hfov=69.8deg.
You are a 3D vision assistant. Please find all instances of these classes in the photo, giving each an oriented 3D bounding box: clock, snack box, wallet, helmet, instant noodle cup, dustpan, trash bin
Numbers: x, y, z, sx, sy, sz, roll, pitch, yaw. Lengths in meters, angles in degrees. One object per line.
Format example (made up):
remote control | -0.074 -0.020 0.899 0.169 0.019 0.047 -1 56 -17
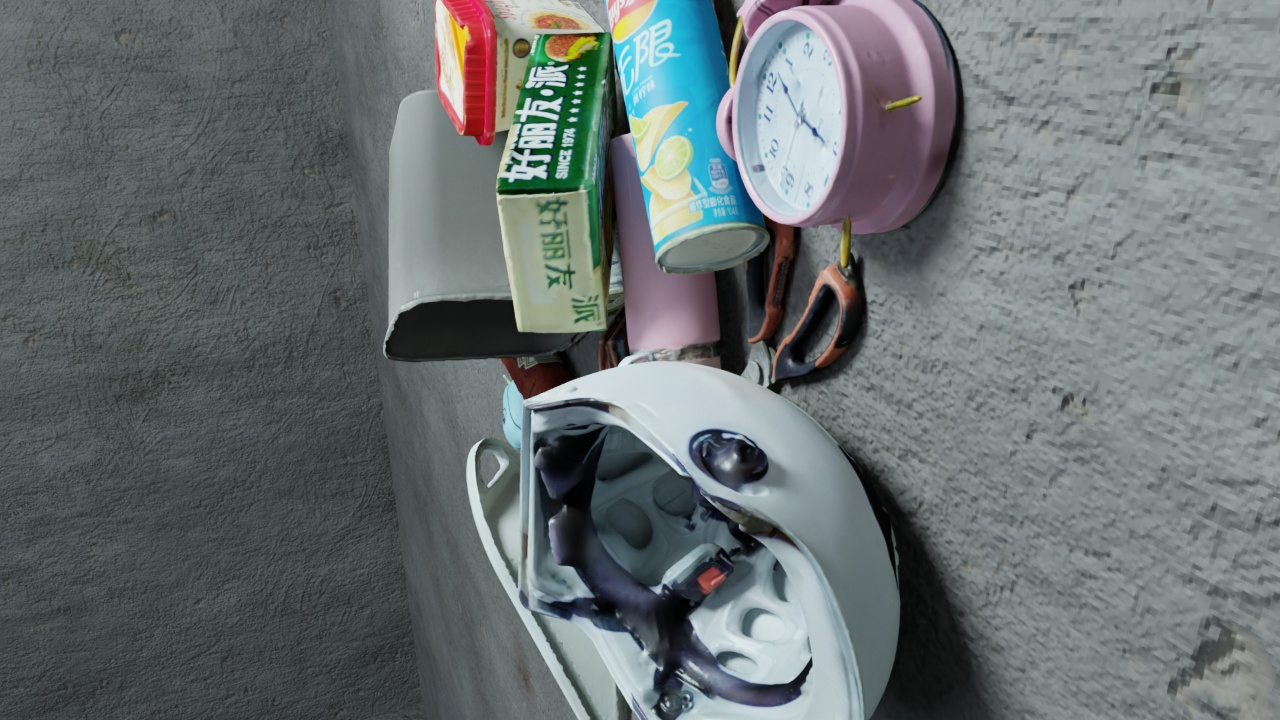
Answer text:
clock | 0.087 -0.132 0.465 0.117 0.059 0.158 102 151 -42
snack box | -0.052 -0.136 0.659 0.239 0.063 0.115 -87 -5 -49
wallet | -0.004 0.004 0.716 0.124 0.032 0.101 -64 -26 -61
helmet | 0.049 0.104 0.540 0.259 0.145 0.229 28 133 31
instant noodle cup | -0.103 -0.257 0.783 0.116 0.124 0.117 -122 30 -41
dustpan | -0.077 0.199 0.824 0.222 0.143 0.258 -68 -22 -80
trash bin | -0.155 -0.127 0.902 0.199 0.198 0.219 142 123 -63

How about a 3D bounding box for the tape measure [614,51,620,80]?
tape measure | 0.001 -0.229 0.675 0.054 0.025 0.058 -144 52 -62

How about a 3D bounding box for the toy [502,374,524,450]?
toy | -0.128 0.073 1.091 0.162 0.049 0.156 -55 49 51

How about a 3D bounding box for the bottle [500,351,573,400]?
bottle | -0.096 0.036 0.985 0.206 0.059 0.060 -128 35 -48

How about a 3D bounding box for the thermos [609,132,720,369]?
thermos | 0.012 -0.055 0.632 0.067 0.087 0.198 1 96 52

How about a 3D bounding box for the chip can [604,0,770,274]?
chip can | 0.024 -0.163 0.565 0.071 0.071 0.210 138 124 -65

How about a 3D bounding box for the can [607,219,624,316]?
can | -0.048 -0.113 0.801 0.058 0.058 0.146 130 126 -62

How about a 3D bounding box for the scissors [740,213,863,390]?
scissors | 0.081 -0.012 0.593 0.197 0.015 0.213 -162 63 -65
